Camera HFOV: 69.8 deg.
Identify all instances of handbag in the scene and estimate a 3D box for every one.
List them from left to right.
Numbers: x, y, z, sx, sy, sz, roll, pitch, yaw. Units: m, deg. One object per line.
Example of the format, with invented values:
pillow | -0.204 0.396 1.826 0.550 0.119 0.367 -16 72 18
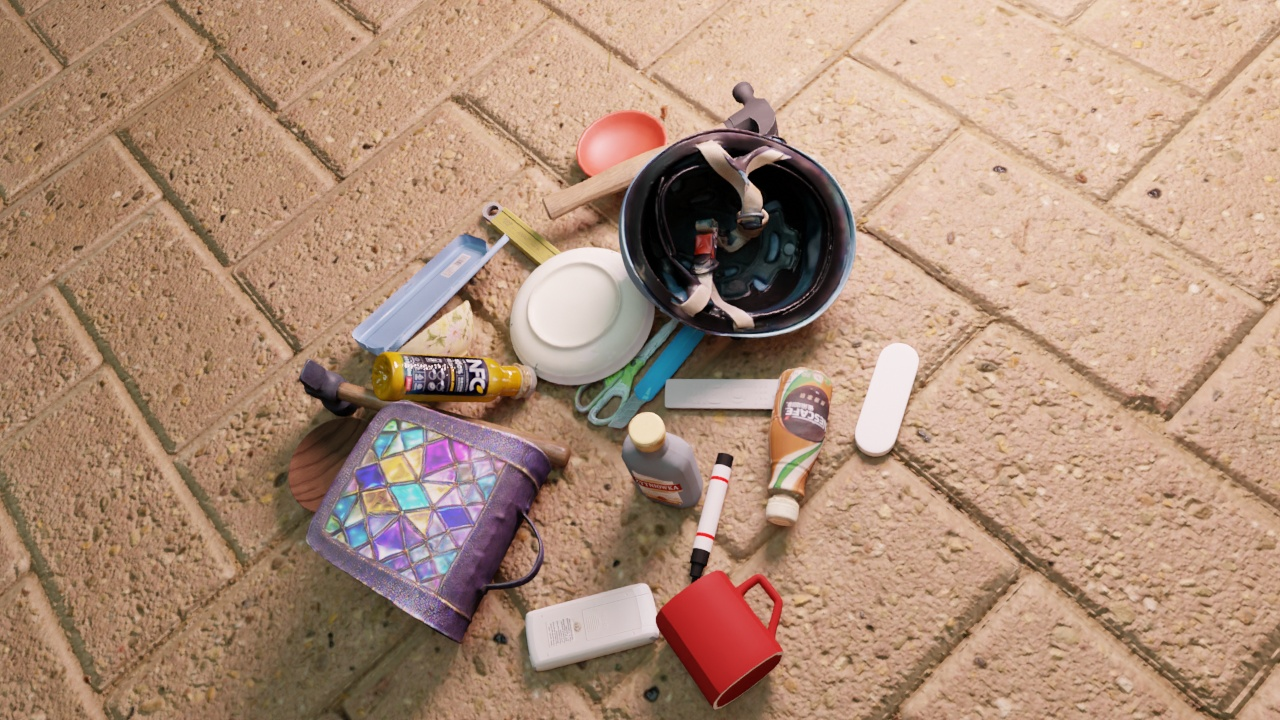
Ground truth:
handbag | -0.204 0.169 0.964 0.222 0.126 0.204 23 69 11

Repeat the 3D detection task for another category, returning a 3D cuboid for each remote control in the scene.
remote control | -0.051 0.272 0.938 0.138 0.025 0.060 -16 61 6
remote control | 0.093 0.038 1.035 0.131 0.012 0.033 0 78 12
remote control | 0.268 0.041 0.998 0.043 0.013 0.136 16 67 19

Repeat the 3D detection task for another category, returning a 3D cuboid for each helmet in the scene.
helmet | 0.101 -0.142 1.028 0.265 0.167 0.225 12 96 -11

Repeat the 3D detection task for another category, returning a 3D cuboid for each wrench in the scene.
wrench | -0.115 -0.123 1.162 0.083 0.018 0.273 -45 63 -11

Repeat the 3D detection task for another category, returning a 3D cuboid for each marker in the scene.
marker | 0.073 0.167 0.970 0.019 0.019 0.145 10 65 16

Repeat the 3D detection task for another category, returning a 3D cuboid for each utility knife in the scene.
utility knife | 0.028 0.005 1.066 0.031 0.015 0.197 34 70 19

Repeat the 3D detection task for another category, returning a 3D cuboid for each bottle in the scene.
bottle | -0.202 0.021 1.024 0.053 0.185 0.053 -5 84 49
bottle | 0.019 0.101 0.934 0.072 0.161 0.046 13 66 18
bottle | 0.162 0.091 0.968 0.059 0.059 0.166 8 65 16

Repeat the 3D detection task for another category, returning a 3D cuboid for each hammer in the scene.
hammer | -0.234 0.066 1.049 0.322 0.129 0.040 15 73 8
hammer | 0.023 -0.245 1.143 0.305 0.040 0.132 -23 51 1

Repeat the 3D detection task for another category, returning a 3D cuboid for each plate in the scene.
plate | -0.075 -0.061 1.092 0.182 0.034 0.182 -6 66 13

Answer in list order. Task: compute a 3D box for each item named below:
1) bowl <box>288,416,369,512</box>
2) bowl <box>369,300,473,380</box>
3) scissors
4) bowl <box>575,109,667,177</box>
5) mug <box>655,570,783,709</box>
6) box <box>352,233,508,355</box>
bowl | -0.348 0.127 1.073 0.119 0.032 0.119 -5 62 9
bowl | -0.243 -0.003 1.084 0.145 0.145 0.063 -40 98 -10
scissors | -0.007 0.004 1.076 0.065 0.033 0.173 36 71 28
bowl | -0.022 -0.273 1.212 0.122 0.035 0.121 -5 62 9
mug | 0.088 0.260 0.885 0.116 0.080 0.096 -32 61 -14
box | -0.252 -0.081 1.130 0.127 0.039 0.208 9 51 48
